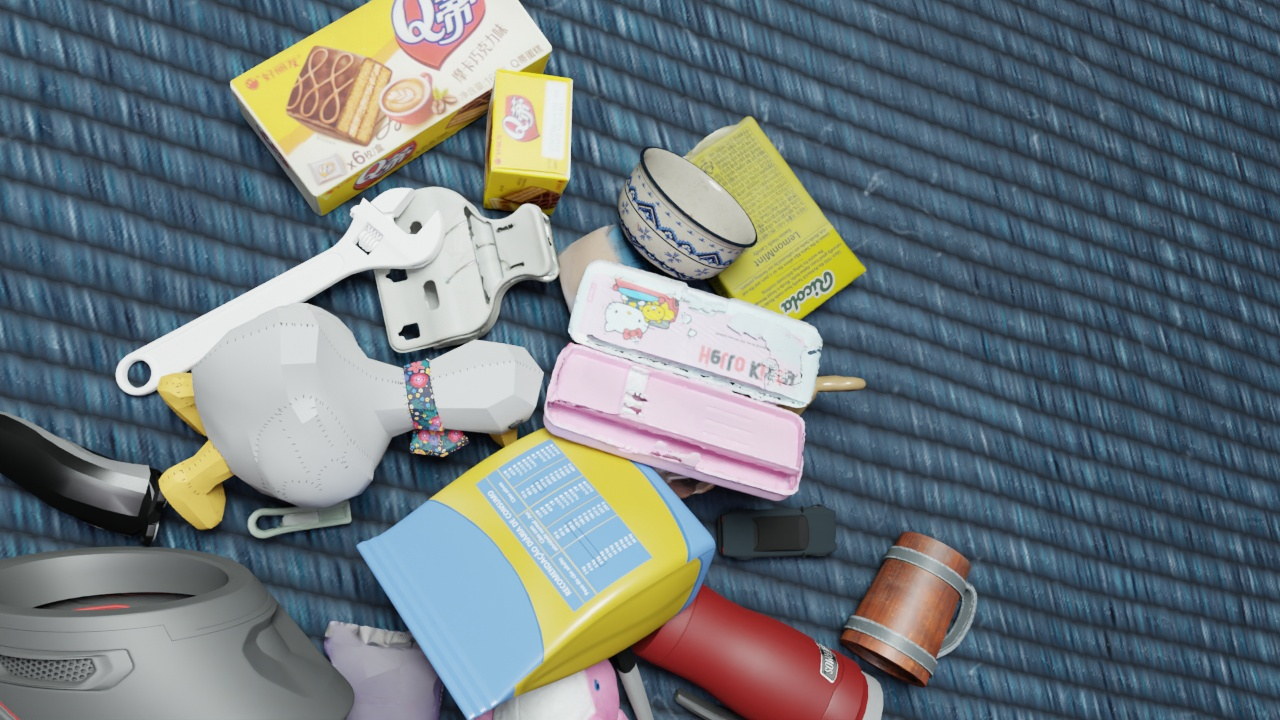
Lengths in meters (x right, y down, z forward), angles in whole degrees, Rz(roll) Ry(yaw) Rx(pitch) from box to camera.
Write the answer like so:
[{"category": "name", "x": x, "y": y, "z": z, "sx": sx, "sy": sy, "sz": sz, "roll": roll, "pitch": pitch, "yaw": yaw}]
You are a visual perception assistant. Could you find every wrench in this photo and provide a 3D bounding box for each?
[{"category": "wrench", "x": -0.274, "y": -0.049, "z": 0.699, "sx": 0.273, "sy": 0.018, "sz": 0.066, "roll": -30, "pitch": 85, "yaw": -3}]

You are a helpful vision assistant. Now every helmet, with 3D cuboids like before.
[{"category": "helmet", "x": -0.325, "y": 0.226, "z": 0.607, "sx": 0.265, "sy": 0.164, "sz": 0.170, "roll": 2, "pitch": 96, "yaw": 0}]

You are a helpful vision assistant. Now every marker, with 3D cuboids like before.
[{"category": "marker", "x": -0.005, "y": 0.267, "z": 0.740, "sx": 0.016, "sy": 0.022, "sz": 0.139, "roll": -14, "pitch": 111, "yaw": 8}]

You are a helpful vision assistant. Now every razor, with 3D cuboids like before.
[{"category": "razor", "x": -0.413, "y": 0.078, "z": 0.658, "sx": 0.156, "sy": 0.060, "sz": 0.057, "roll": 22, "pitch": 105, "yaw": -8}]

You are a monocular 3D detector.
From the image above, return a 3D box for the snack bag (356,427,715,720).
[{"category": "snack bag", "x": -0.074, "y": 0.145, "z": 0.661, "sx": 0.204, "sy": 0.102, "sz": 0.159, "roll": -22, "pitch": 53, "yaw": -34}]

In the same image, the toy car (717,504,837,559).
[{"category": "toy car", "x": 0.121, "y": 0.150, "z": 0.802, "sx": 0.112, "sy": 0.034, "sz": 0.046, "roll": 1, "pitch": 84, "yaw": -15}]

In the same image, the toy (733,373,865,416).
[{"category": "toy", "x": 0.107, "y": 0.045, "z": 0.779, "sx": 0.134, "sy": 0.106, "sz": 0.108, "roll": 18, "pitch": 95, "yaw": -7}]

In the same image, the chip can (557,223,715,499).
[{"category": "chip can", "x": -0.005, "y": 0.004, "z": 0.764, "sx": 0.079, "sy": 0.080, "sz": 0.229, "roll": -19, "pitch": 89, "yaw": -16}]

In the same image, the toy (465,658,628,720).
[{"category": "toy", "x": -0.050, "y": 0.316, "z": 0.711, "sx": 0.127, "sy": 0.187, "sz": 0.265, "roll": 9, "pitch": 77, "yaw": -55}]

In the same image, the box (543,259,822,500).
[{"category": "box", "x": 0.036, "y": 0.016, "z": 0.707, "sx": 0.201, "sy": 0.045, "sz": 0.154, "roll": 18, "pitch": 59, "yaw": -7}]

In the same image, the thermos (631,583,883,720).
[{"category": "thermos", "x": 0.091, "y": 0.263, "z": 0.762, "sx": 0.198, "sy": 0.083, "sz": 0.108, "roll": 30, "pitch": 108, "yaw": -8}]

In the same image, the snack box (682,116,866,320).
[{"category": "snack box", "x": 0.100, "y": -0.116, "z": 0.821, "sx": 0.121, "sy": 0.045, "sz": 0.181, "roll": -36, "pitch": 91, "yaw": -13}]

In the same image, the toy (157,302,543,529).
[{"category": "toy", "x": -0.208, "y": 0.028, "z": 0.656, "sx": 0.267, "sy": 0.247, "sz": 0.140, "roll": -14, "pitch": 67, "yaw": 2}]

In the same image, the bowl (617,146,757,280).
[{"category": "bowl", "x": 0.031, "y": -0.111, "z": 0.736, "sx": 0.115, "sy": 0.115, "sz": 0.059, "roll": 36, "pitch": 118, "yaw": -9}]

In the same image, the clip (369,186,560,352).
[{"category": "clip", "x": -0.139, "y": -0.080, "z": 0.747, "sx": 0.151, "sy": 0.092, "sz": 0.125, "roll": -14, "pitch": 89, "yaw": -8}]

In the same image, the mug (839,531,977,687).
[{"category": "mug", "x": 0.247, "y": 0.225, "z": 0.811, "sx": 0.117, "sy": 0.082, "sz": 0.111, "roll": 41, "pitch": 71, "yaw": -26}]

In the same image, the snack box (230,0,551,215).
[{"category": "snack box", "x": -0.197, "y": -0.228, "z": 0.743, "sx": 0.230, "sy": 0.062, "sz": 0.110, "roll": -37, "pitch": 94, "yaw": -15}]

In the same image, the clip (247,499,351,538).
[{"category": "clip", "x": -0.262, "y": 0.121, "z": 0.706, "sx": 0.074, "sy": 0.035, "sz": 0.023, "roll": -5, "pitch": 83, "yaw": -22}]

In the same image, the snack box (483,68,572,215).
[{"category": "snack box", "x": -0.093, "y": -0.173, "z": 0.742, "sx": 0.061, "sy": 0.106, "sz": 0.083, "roll": 3, "pitch": 83, "yaw": -13}]

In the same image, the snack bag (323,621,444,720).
[{"category": "snack bag", "x": -0.196, "y": 0.300, "z": 0.689, "sx": 0.096, "sy": 0.058, "sz": 0.205, "roll": 5, "pitch": 83, "yaw": -14}]
